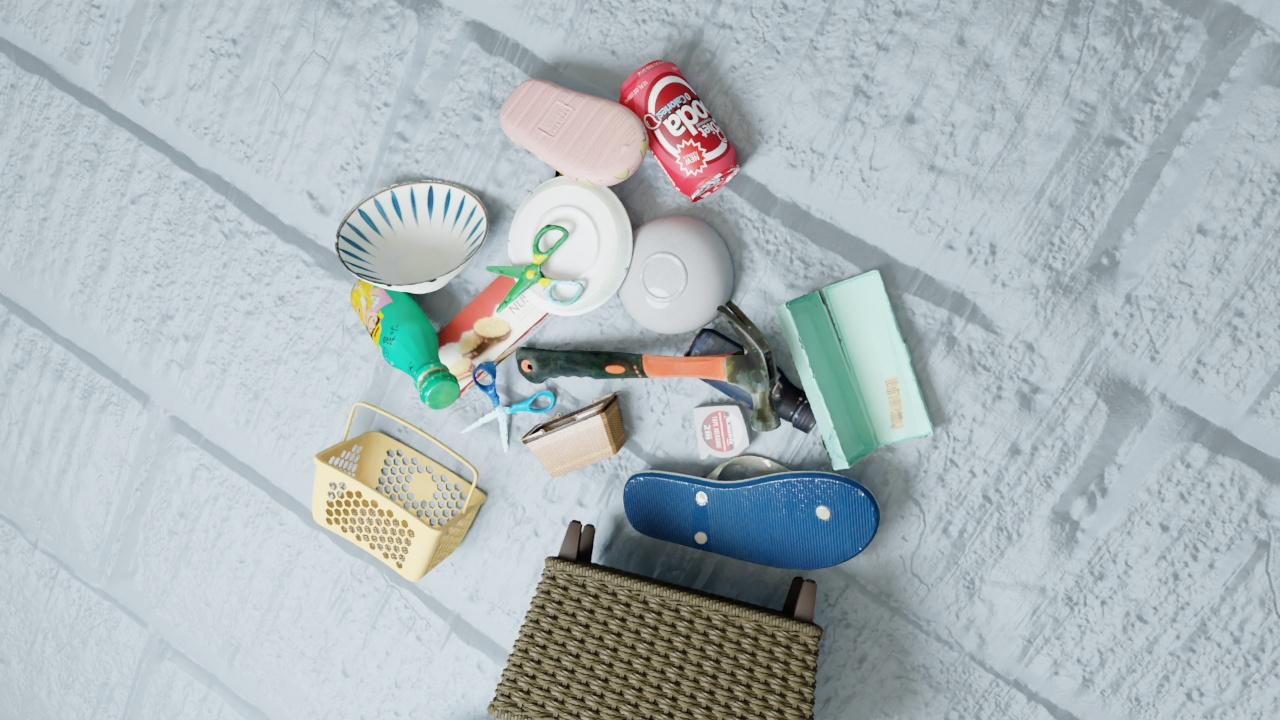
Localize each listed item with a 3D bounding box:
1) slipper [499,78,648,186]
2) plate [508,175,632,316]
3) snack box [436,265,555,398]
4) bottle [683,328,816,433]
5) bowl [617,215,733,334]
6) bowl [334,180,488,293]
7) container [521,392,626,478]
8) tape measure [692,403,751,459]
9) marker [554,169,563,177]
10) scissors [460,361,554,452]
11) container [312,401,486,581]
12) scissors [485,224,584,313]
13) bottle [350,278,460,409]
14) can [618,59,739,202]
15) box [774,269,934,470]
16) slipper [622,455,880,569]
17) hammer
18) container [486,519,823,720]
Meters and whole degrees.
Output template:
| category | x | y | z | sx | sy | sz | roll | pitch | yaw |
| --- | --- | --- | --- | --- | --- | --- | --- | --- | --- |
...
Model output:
| category | x | y | z | sx | sy | sz | roll | pitch | yaw |
| --- | --- | --- | --- | --- | --- | --- | --- | --- | --- |
| slipper | -0.070 | -0.239 | 1.002 | 0.197 | 0.081 | 0.093 | 30 | 85 | 29 |
| plate | -0.082 | -0.128 | 1.017 | 0.157 | 0.014 | 0.157 | 1 | 92 | 23 |
| snack box | -0.153 | -0.061 | 1.087 | 0.273 | 0.044 | 0.076 | -39 | 84 | 19 |
| bottle | 0.124 | 0.023 | 1.003 | 0.161 | 0.056 | 0.056 | 30 | 106 | 9 |
| bowl | 0.033 | -0.093 | 1.011 | 0.132 | 0.064 | 0.132 | 3 | 99 | 18 |
| bowl | -0.262 | -0.129 | 1.083 | 0.177 | 0.176 | 0.071 | 15 | 143 | 15 |
| container | -0.073 | 0.090 | 1.078 | 0.114 | 0.063 | 0.061 | -23 | 98 | 20 |
| tape measure | 0.092 | 0.079 | 1.041 | 0.062 | 0.020 | 0.060 | -7 | 96 | 18 |
| marker | -0.089 | -0.219 | 1.057 | 0.018 | 0.015 | 0.134 | 17 | 104 | 36 |
| scissors | -0.171 | 0.053 | 1.108 | 0.128 | 0.014 | 0.129 | -29 | 116 | 16 |
| container | -0.291 | 0.151 | 1.120 | 0.183 | 0.129 | 0.167 | 28 | 113 | 13 |
| scissors | -0.115 | -0.089 | 1.018 | 0.128 | 0.012 | 0.121 | -45 | 75 | 17 |
| bottle | -0.272 | -0.023 | 1.073 | 0.068 | 0.068 | 0.209 | -55 | 51 | 17 |
| can | 0.040 | -0.245 | 0.980 | 0.074 | 0.074 | 0.142 | -35 | 86 | 19 |
| box | 0.224 | 0.011 | 0.959 | 0.110 | 0.078 | 0.187 | -17 | 93 | 27 |
| slipper | 0.121 | 0.167 | 1.028 | 0.295 | 0.060 | 0.118 | 2 | 103 | 24 |
| hammer | -0.006 | 0.006 | 1.014 | 0.334 | 0.033 | 0.133 | 0 | 108 | 34 |
| container | 0.032 | 0.305 | 0.982 | 0.321 | 0.176 | 0.204 | 13 | 79 | 7 |
